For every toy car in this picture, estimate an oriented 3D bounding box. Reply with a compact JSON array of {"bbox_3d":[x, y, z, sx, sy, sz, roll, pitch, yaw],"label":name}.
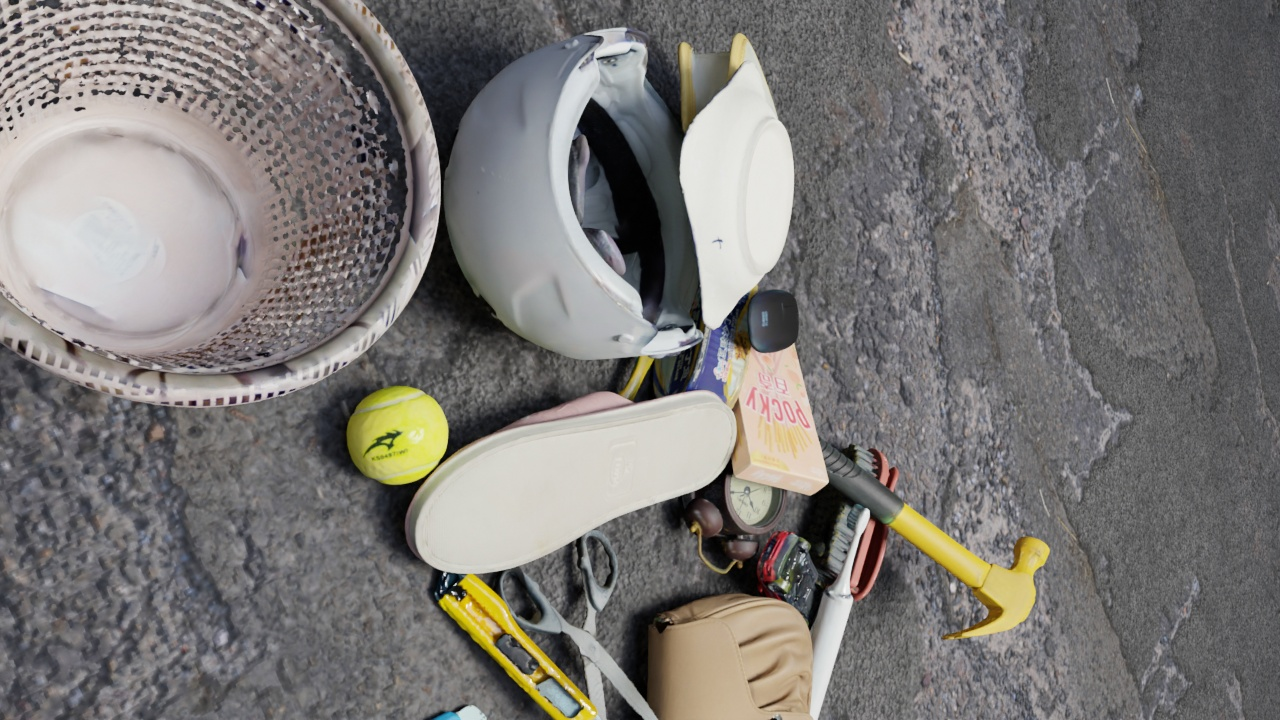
[{"bbox_3d":[0.128,0.193,0.801,0.052,0.045,0.120,-56,142,-29],"label":"toy car"}]

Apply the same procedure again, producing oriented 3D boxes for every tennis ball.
[{"bbox_3d":[-0.160,0.049,0.605,0.065,0.066,0.065,5,82,-37],"label":"tennis ball"}]

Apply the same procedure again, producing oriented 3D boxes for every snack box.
[{"bbox_3d":[0.108,0.035,0.791,0.084,0.026,0.157,17,47,-29],"label":"snack box"}]

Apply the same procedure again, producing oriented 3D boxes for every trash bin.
[{"bbox_3d":[-0.247,-0.084,0.473,0.227,0.193,0.227,5,82,-37],"label":"trash bin"}]

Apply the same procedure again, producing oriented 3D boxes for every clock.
[{"bbox_3d":[0.077,0.122,0.783,0.082,0.055,0.121,41,59,-27],"label":"clock"}]

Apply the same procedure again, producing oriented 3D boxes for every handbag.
[{"bbox_3d":[0.073,0.291,0.733,0.147,0.100,0.204,11,76,-32],"label":"handbag"},{"bbox_3d":[0.081,-0.155,0.755,0.163,0.063,0.178,45,43,-60],"label":"handbag"}]

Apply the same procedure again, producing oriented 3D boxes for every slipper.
[{"bbox_3d":[-0.046,0.079,0.681,0.273,0.054,0.114,-16,119,-30],"label":"slipper"}]

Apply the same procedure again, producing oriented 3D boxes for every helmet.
[{"bbox_3d":[-0.049,-0.105,0.649,0.258,0.146,0.229,-43,122,-69],"label":"helmet"}]

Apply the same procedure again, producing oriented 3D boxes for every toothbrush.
[{"bbox_3d":[0.167,0.232,0.809,0.026,0.026,0.221,4,104,-43],"label":"toothbrush"}]

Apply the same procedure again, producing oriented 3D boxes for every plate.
[{"bbox_3d":[0.080,-0.120,0.669,0.163,0.034,0.164,-56,144,-43],"label":"plate"}]

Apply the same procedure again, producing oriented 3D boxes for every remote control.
[{"bbox_3d":[0.117,-0.034,0.775,0.136,0.024,0.053,-13,100,-67],"label":"remote control"}]

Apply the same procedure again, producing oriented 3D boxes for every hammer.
[{"bbox_3d":[0.228,0.137,0.831,0.301,0.033,0.128,37,63,1],"label":"hammer"}]

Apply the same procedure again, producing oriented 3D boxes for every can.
[{"bbox_3d":[0.054,-0.025,0.773,0.049,0.075,0.148,21,71,-30],"label":"can"}]

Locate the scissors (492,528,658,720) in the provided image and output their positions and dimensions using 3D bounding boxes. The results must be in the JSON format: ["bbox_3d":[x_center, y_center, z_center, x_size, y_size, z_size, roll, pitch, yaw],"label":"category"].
[{"bbox_3d":[-0.040,0.208,0.685,0.178,0.014,0.159,32,58,-15],"label":"scissors"}]

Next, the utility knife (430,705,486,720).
[{"bbox_3d":[-0.170,0.270,0.603,0.161,0.018,0.034,-18,99,-39],"label":"utility knife"}]

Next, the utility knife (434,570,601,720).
[{"bbox_3d":[-0.075,0.215,0.647,0.192,0.015,0.033,46,76,-3],"label":"utility knife"}]

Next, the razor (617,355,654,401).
[{"bbox_3d":[-0.004,0.004,0.756,0.043,0.028,0.132,37,62,-24],"label":"razor"}]

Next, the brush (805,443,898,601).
[{"bbox_3d":[0.205,0.150,0.874,0.069,0.063,0.145,32,65,-17],"label":"brush"}]
